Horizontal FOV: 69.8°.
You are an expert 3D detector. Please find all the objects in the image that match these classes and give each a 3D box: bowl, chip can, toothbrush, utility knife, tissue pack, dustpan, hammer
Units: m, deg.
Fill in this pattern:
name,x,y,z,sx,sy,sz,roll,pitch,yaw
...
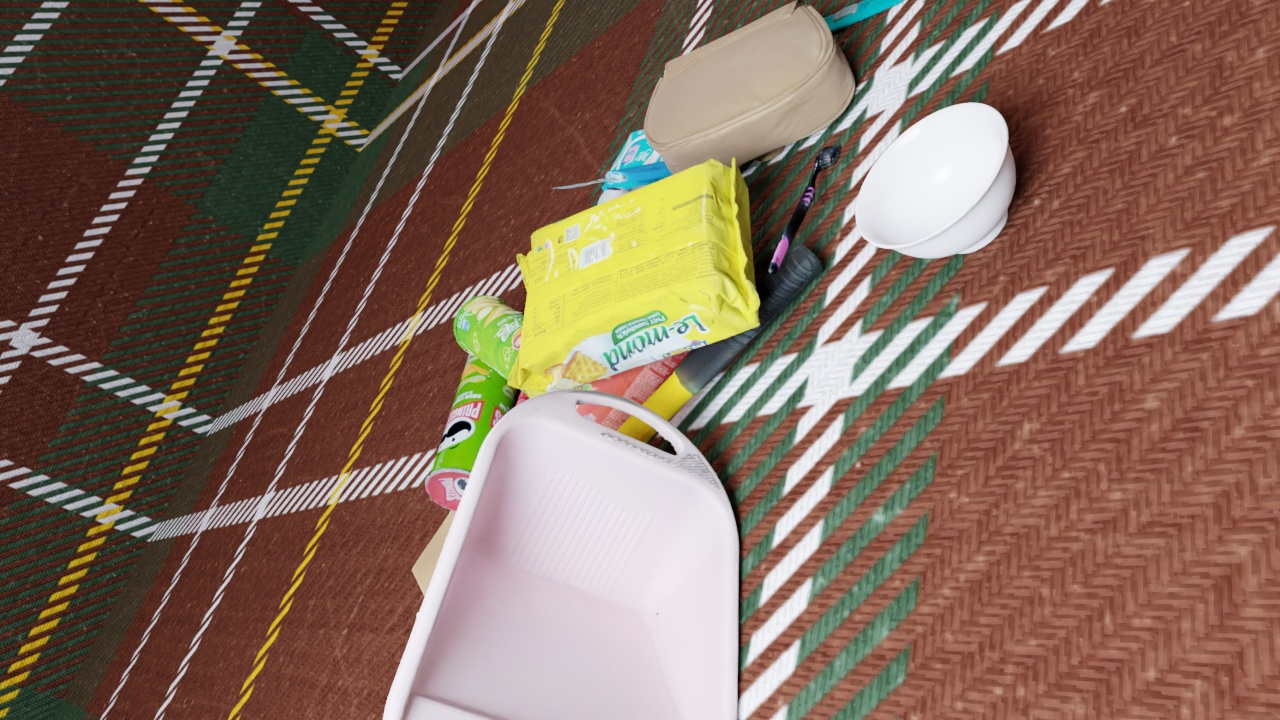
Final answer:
name,x,y,z,sx,sy,sz,roll,pitch,yaw
bowl,0.219,-0.113,0.643,0.119,0.064,0.118,-38,34,31
chip can,-0.131,-0.014,0.969,0.072,0.072,0.221,-58,34,-3
toothbrush,0.142,-0.133,0.790,0.018,0.014,0.188,-13,35,40
chip can,-0.005,0.005,0.855,0.217,0.073,0.073,-53,29,7
utility knife,0.223,-0.356,0.932,0.176,0.013,0.029,0,62,56
tissue pack,0.018,-0.229,1.074,0.134,0.050,0.093,7,66,58
dustpan,-0.027,0.140,0.602,0.139,0.222,0.273,-60,20,18
utility knife,-0.002,-0.193,0.953,0.034,0.217,0.018,19,118,45
hammer,0.039,0.019,0.779,0.301,0.033,0.129,-46,59,5
chip can,-0.182,0.059,1.046,0.072,0.072,0.235,-35,31,33

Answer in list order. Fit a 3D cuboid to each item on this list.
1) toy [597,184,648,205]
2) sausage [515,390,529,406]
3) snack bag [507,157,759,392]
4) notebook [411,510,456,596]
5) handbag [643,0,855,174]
name,x,y,z,sx,sy,sz,roll,pitch,yaw
toy,-0.016,-0.113,0.939,0.140,0.130,0.199,10,52,37
sausage,-0.132,0.056,1.029,0.020,0.020,0.155,-35,28,33
snack bag,-0.012,-0.074,0.794,0.247,0.068,0.157,-18,55,28
notebook,-0.181,0.209,0.977,0.148,0.008,0.208,-57,29,-2
handbag,0.107,-0.262,0.910,0.205,0.100,0.147,-17,53,26
